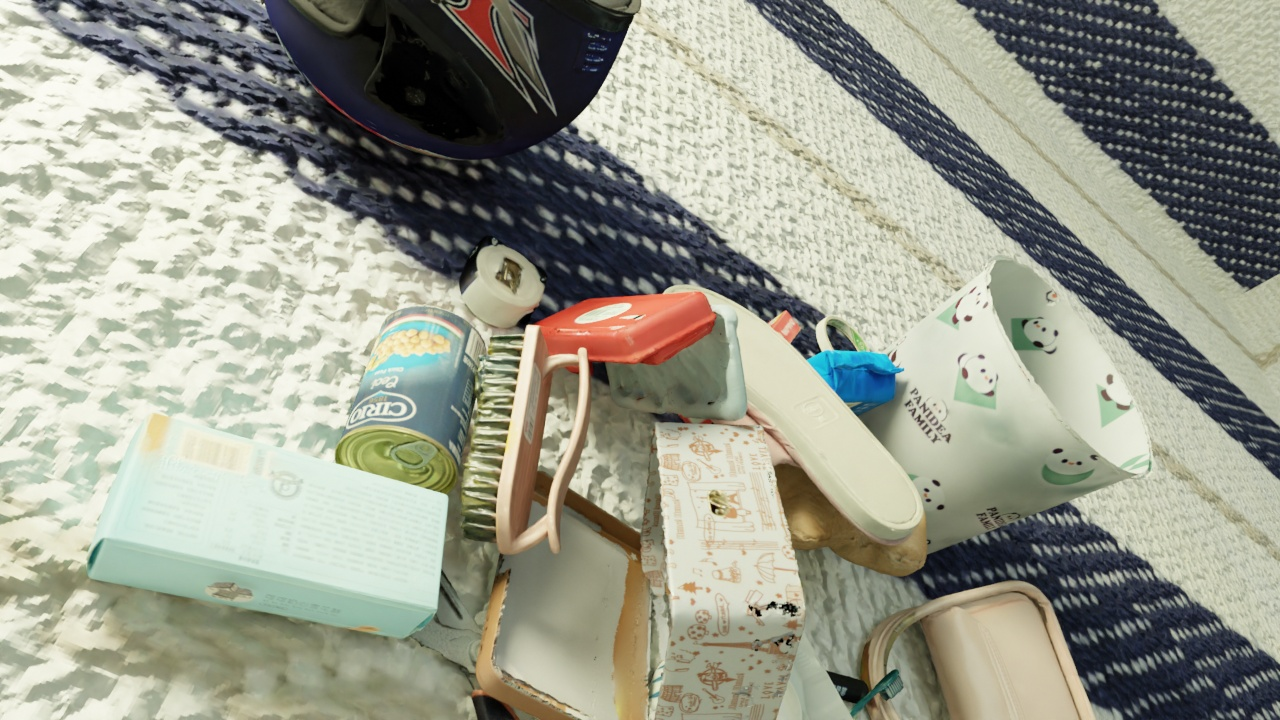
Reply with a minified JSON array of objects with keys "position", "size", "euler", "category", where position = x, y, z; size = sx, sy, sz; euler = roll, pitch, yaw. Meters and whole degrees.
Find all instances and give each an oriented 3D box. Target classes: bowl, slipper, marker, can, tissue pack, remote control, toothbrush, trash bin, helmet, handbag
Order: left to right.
[{"position":[-0.146,0.026,0.598],"size":[0.075,0.076,0.111],"euler":[30,41,-24],"category":"can"},{"position":[-0.168,-0.294,0.704],"size":[0.315,0.241,0.246],"euler":[33,40,-39],"category":"helmet"},{"position":[0.068,0.248,0.637],"size":[0.116,0.066,0.116],"euler":[27,43,-28],"category":"bowl"},{"position":[0.109,0.043,0.735],"size":[0.274,0.055,0.113],"euler":[45,37,15],"category":"slipper"},{"position":[0.124,0.244,0.697],"size":[0.049,0.024,0.125],"euler":[-2,56,-47],"category":"remote control"},{"position":[0.132,0.254,0.738],"size":[0.132,0.020,0.022],"euler":[25,28,-28],"category":"marker"},{"position":[0.152,0.034,0.835],"size":[0.094,0.158,0.052],"euler":[1,65,-41],"category":"tissue pack"},{"position":[0.154,0.291,0.711],"size":[0.191,0.016,0.018],"euler":[-21,75,-43],"category":"toothbrush"},{"position":[0.304,0.063,0.883],"size":[0.229,0.253,0.229],"euler":[27,43,-28],"category":"trash bin"},{"position":[0.295,0.300,0.828],"size":[0.233,0.094,0.193],"euler":[9,53,-31],"category":"handbag"}]

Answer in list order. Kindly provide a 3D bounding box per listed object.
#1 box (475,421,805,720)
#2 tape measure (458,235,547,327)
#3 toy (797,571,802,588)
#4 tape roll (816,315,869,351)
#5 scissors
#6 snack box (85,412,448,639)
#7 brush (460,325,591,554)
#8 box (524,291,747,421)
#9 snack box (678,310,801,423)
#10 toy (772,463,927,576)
[{"position":[-0.010,0.141,0.598],"size":[0.185,0.155,0.182],"euler":[4,34,-5],"category":"box"},{"position":[-0.112,-0.061,0.744],"size":[0.065,0.034,0.065],"euler":[30,41,-22],"category":"tape measure"},{"position":[0.095,0.165,0.765],"size":[0.096,0.031,0.100],"euler":[10,45,-48],"category":"toy"},{"position":[0.242,-0.014,1.086],"size":[0.085,0.014,0.085],"euler":[27,43,-28],"category":"tape roll"},{"position":[-0.084,0.197,0.567],"size":[0.225,0.015,0.188],"euler":[19,47,-33],"category":"scissors"},{"position":[-0.194,0.094,0.500],"size":[0.174,0.052,0.074],"euler":[21,46,-26],"category":"snack box"},{"position":[-0.072,0.053,0.590],"size":[0.073,0.063,0.145],"euler":[3,61,5],"category":"brush"},{"position":[-0.002,0.005,0.684],"size":[0.095,0.202,0.101],"euler":[-28,103,-23],"category":"box"},{"position":[0.096,0.008,0.864],"size":[0.025,0.075,0.152],"euler":[50,36,-3],"category":"snack box"},{"position":[0.133,0.113,0.771],"size":[0.226,0.082,0.143],"euler":[18,10,-14],"category":"toy"}]
